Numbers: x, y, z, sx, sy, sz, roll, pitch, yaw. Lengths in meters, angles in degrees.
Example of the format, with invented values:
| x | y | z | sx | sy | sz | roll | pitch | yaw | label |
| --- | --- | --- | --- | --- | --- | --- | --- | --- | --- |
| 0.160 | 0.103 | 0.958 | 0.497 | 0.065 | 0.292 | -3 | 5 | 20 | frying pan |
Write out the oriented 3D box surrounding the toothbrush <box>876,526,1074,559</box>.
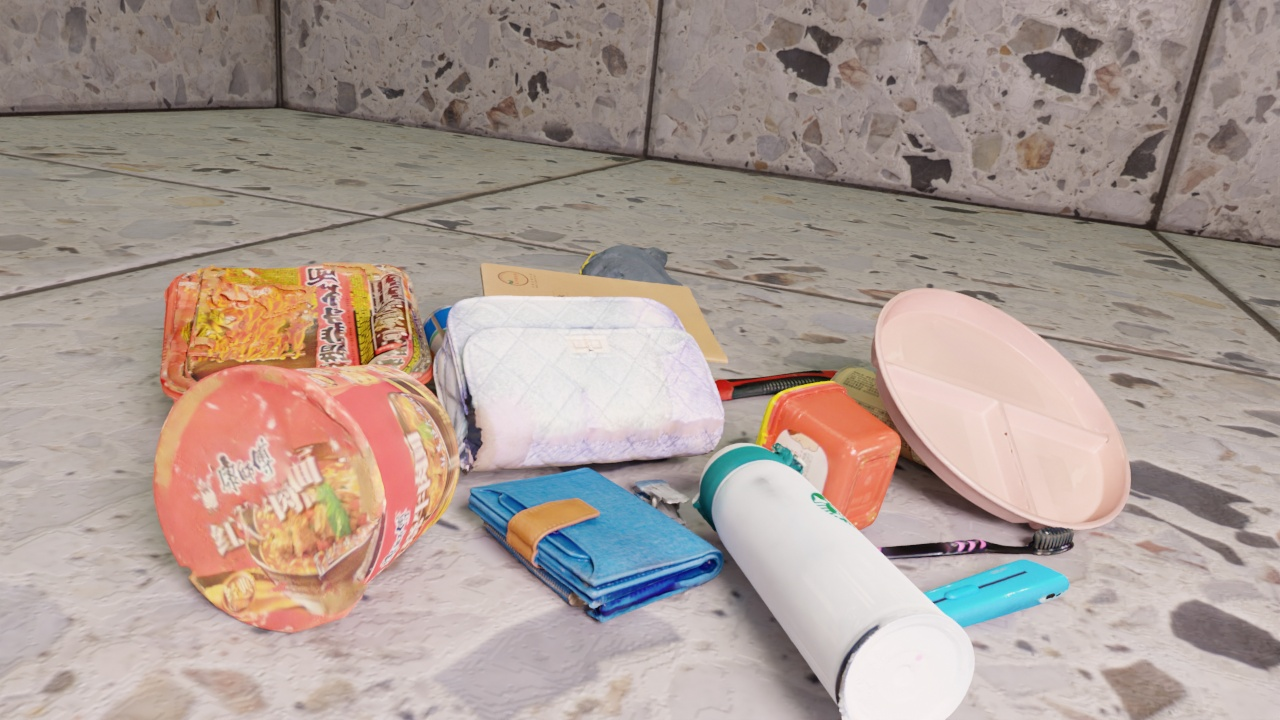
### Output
| x | y | z | sx | sy | sz | roll | pitch | yaw | label |
| --- | --- | --- | --- | --- | --- | --- | --- | --- | --- |
| 0.207 | 0.123 | 0.609 | 0.189 | 0.018 | 0.014 | 0 | 26 | -13 | toothbrush |

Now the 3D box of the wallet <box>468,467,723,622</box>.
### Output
| x | y | z | sx | sy | sz | roll | pitch | yaw | label |
| --- | --- | --- | --- | --- | --- | --- | --- | --- | --- |
| -0.030 | 0.105 | 0.562 | 0.106 | 0.040 | 0.133 | -5 | 20 | -41 | wallet |

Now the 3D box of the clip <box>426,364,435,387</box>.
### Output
| x | y | z | sx | sy | sz | roll | pitch | yaw | label |
| --- | --- | --- | --- | --- | --- | --- | --- | --- | --- |
| -0.207 | -0.001 | 0.823 | 0.103 | 0.035 | 0.092 | 5 | 19 | -16 | clip |

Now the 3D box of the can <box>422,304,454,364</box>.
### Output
| x | y | z | sx | sy | sz | roll | pitch | yaw | label |
| --- | --- | --- | --- | --- | --- | --- | --- | --- | --- |
| -0.137 | 0.008 | 0.750 | 0.053 | 0.053 | 0.134 | -5 | 33 | -28 | can |

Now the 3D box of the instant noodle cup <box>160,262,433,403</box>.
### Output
| x | y | z | sx | sy | sz | roll | pitch | yaw | label |
| --- | --- | --- | --- | --- | --- | --- | --- | --- | --- |
| -0.264 | -0.007 | 0.708 | 0.188 | 0.079 | 0.164 | -3 | 38 | -20 | instant noodle cup |

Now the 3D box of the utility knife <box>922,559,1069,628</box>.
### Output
| x | y | z | sx | sy | sz | roll | pitch | yaw | label |
| --- | --- | --- | --- | --- | --- | --- | --- | --- | --- |
| 0.171 | 0.145 | 0.531 | 0.198 | 0.018 | 0.034 | -7 | 23 | -29 | utility knife |

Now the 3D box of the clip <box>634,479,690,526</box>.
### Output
| x | y | z | sx | sy | sz | roll | pitch | yaw | label |
| --- | --- | --- | --- | --- | --- | --- | --- | --- | --- |
| 0.016 | 0.095 | 0.631 | 0.025 | 0.031 | 0.057 | 1 | 15 | -21 | clip |

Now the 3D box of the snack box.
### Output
| x | y | z | sx | sy | sz | roll | pitch | yaw | label |
| --- | --- | --- | --- | --- | --- | --- | --- | --- | --- |
| 0.125 | 0.071 | 0.630 | 0.081 | 0.091 | 0.080 | -9 | 31 | -37 | snack box |

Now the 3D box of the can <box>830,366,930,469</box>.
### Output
| x | y | z | sx | sy | sz | roll | pitch | yaw | label |
| --- | --- | --- | --- | --- | --- | --- | --- | --- | --- |
| 0.215 | 0.048 | 0.768 | 0.058 | 0.058 | 0.116 | -12 | 26 | -42 | can |

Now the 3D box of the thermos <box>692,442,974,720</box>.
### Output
| x | y | z | sx | sy | sz | roll | pitch | yaw | label |
| --- | --- | --- | --- | --- | --- | --- | --- | --- | --- |
| 0.093 | 0.108 | 0.508 | 0.073 | 0.073 | 0.224 | 1 | 17 | -15 | thermos |

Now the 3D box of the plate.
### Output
| x | y | z | sx | sy | sz | roll | pitch | yaw | label |
| --- | --- | --- | --- | --- | --- | --- | --- | --- | --- |
| 0.276 | 0.035 | 0.714 | 0.229 | 0.028 | 0.229 | 15 | 45 | -16 | plate |

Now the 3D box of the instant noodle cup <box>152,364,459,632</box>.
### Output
| x | y | z | sx | sy | sz | roll | pitch | yaw | label |
| --- | --- | --- | --- | --- | --- | --- | --- | --- | --- |
| -0.174 | 0.062 | 0.506 | 0.138 | 0.138 | 0.108 | 11 | 11 | 15 | instant noodle cup |

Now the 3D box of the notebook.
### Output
| x | y | z | sx | sy | sz | roll | pitch | yaw | label |
| --- | --- | --- | --- | --- | --- | --- | --- | --- | --- |
| -0.037 | -0.044 | 0.828 | 0.207 | 0.008 | 0.147 | 6 | 28 | -16 | notebook |

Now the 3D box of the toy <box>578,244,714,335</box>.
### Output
| x | y | z | sx | sy | sz | roll | pitch | yaw | label |
| --- | --- | --- | --- | --- | --- | --- | --- | --- | --- |
| -0.002 | -0.075 | 1.015 | 0.138 | 0.091 | 0.356 | 6 | 19 | -6 | toy |

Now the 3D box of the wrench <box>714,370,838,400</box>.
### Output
| x | y | z | sx | sy | sz | roll | pitch | yaw | label |
| --- | --- | --- | --- | --- | --- | --- | --- | --- | --- |
| 0.096 | 0.027 | 0.860 | 0.272 | 0.016 | 0.056 | -6 | 22 | -31 | wrench |

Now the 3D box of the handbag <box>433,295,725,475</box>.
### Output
| x | y | z | sx | sy | sz | roll | pitch | yaw | label |
| --- | --- | --- | --- | --- | --- | --- | --- | --- | --- |
| -0.047 | 0.015 | 0.667 | 0.193 | 0.076 | 0.134 | -3 | 52 | -26 | handbag |
